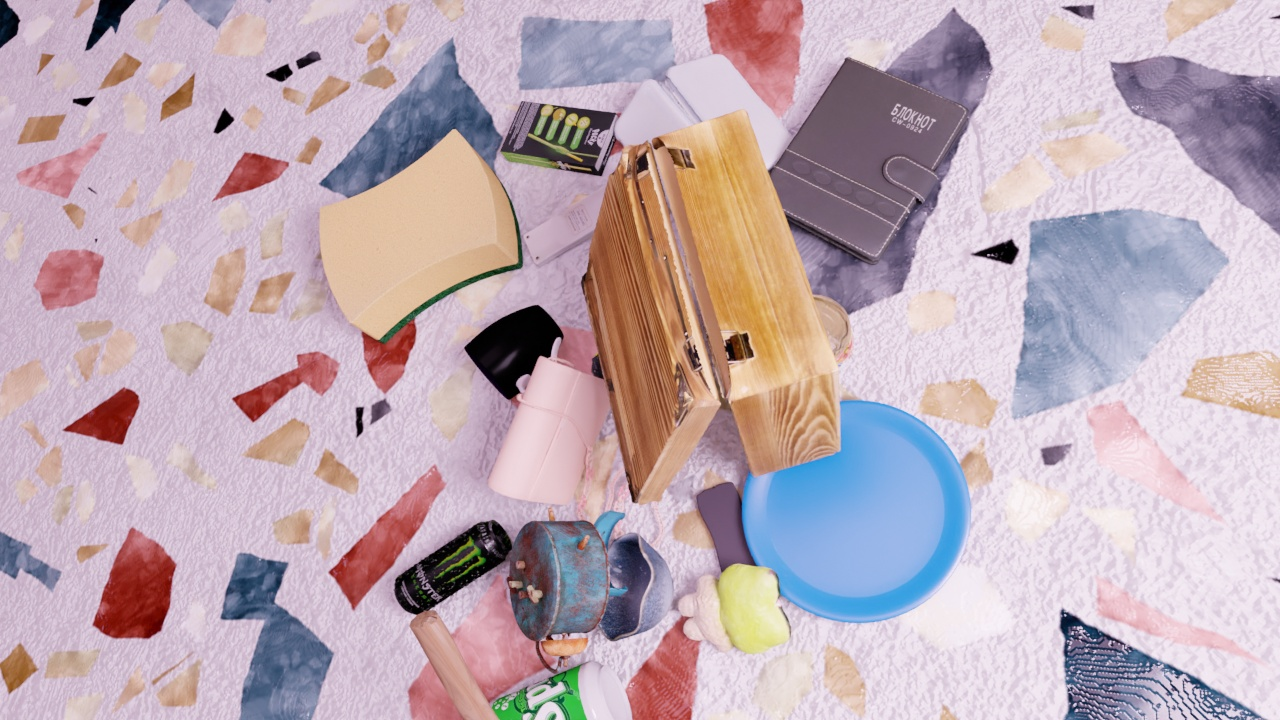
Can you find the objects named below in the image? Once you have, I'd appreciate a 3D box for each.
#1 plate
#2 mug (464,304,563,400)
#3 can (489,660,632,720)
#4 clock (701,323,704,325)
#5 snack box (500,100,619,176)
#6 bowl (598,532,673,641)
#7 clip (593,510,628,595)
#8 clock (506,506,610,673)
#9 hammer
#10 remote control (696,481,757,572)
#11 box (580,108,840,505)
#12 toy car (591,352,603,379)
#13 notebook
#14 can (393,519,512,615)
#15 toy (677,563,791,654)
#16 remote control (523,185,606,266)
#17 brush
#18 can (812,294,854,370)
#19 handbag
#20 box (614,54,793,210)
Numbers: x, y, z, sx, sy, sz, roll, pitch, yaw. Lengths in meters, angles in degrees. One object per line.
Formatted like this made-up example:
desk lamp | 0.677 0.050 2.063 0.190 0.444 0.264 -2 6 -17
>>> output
plate | 0.215 0.150 0.928 0.225 0.024 0.224 -7 68 18
mug | -0.135 -0.007 1.086 0.100 0.085 0.119 -41 55 -12
can | -0.086 0.366 0.925 0.140 0.088 0.087 -25 64 10
clock | 0.114 -0.093 1.047 0.091 0.042 0.120 9 74 23
snack box | -0.106 -0.296 1.217 0.148 0.025 0.080 14 76 25
bowl | 0.000 0.237 0.950 0.111 0.055 0.110 -38 44 48
clip | -0.042 0.217 0.952 0.121 0.033 0.119 -64 33 20
clock | -0.092 0.238 0.931 0.121 0.073 0.158 20 103 59
hammer | -0.130 0.357 0.844 0.098 0.328 0.052 -20 24 7
remote control | 0.097 0.190 0.966 0.046 0.009 0.124 -24 66 11
box | 0.047 -0.043 0.868 0.221 0.259 0.278 -15 65 4
toy car | -0.006 0.006 1.057 0.107 0.049 0.030 -3 26 18
notebook | 0.253 -0.230 1.043 0.169 0.029 0.209 31 85 17
can | -0.214 0.235 1.042 0.138 0.054 0.054 -34 62 6
toy | 0.092 0.251 0.921 0.115 0.046 0.092 -17 90 27
remote control | -0.083 -0.173 1.170 0.136 0.011 0.050 -30 63 8
brush | -0.291 -0.163 1.209 0.250 0.075 0.195 -28 63 9
can | 0.187 -0.024 0.994 0.086 0.043 0.086 -7 68 19
handbag | -0.050 0.085 0.984 0.187 0.116 0.198 22 90 28
box | 0.075 -0.276 1.122 0.186 0.084 0.210 -36 63 11
